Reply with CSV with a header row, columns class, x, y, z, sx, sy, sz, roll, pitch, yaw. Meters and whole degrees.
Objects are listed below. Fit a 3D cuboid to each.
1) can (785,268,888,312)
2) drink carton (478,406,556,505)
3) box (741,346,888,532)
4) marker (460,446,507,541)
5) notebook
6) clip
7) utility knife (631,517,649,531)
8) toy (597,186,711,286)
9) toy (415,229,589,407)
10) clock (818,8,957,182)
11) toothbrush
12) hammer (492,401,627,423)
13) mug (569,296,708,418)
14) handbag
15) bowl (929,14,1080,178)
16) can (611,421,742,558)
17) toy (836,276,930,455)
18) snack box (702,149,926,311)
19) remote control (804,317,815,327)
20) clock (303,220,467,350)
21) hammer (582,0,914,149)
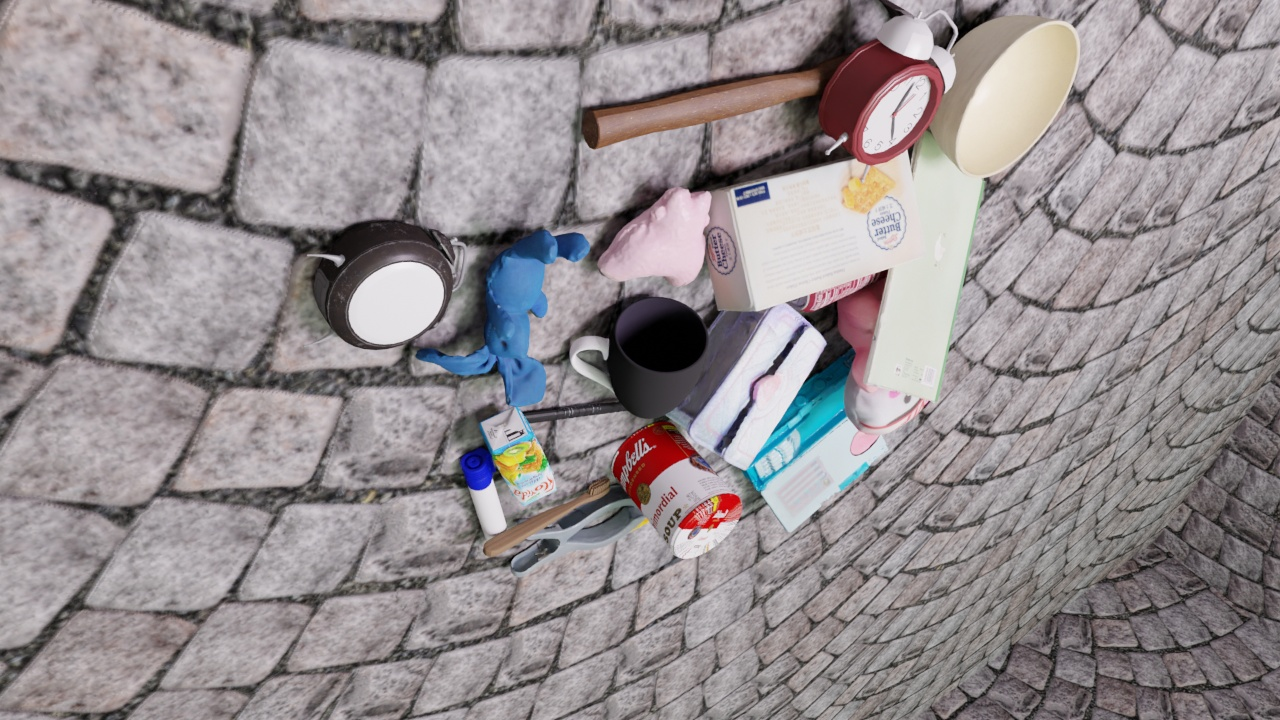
class,x,y,z,sx,sy,sz,roll,pitch,yaw
can,0.192,-0.093,0.903,0.114,0.063,0.063,-24,140,-23
drink carton,-0.108,0.089,0.823,0.044,0.038,0.129,-26,150,-9
box,0.229,0.088,1.130,0.227,0.056,0.185,-38,133,-5
marker,-0.143,0.133,0.862,0.027,0.023,0.133,-47,150,-32
notebook,0.299,-0.088,0.948,0.181,0.010,0.252,12,90,-50
clip,-0.061,0.164,0.967,0.163,0.028,0.108,-19,137,-29
utility knife,0.024,0.171,1.063,0.162,0.017,0.030,-22,131,-20
toy,0.022,-0.101,0.746,0.099,0.052,0.096,1,134,-36
toy,-0.100,-0.036,0.691,0.112,0.071,0.177,-6,138,-39
clock,0.203,-0.218,0.743,0.138,0.048,0.096,-50,145,18
toothbrush,-0.089,0.154,0.915,0.166,0.016,0.016,-24,138,-42
hammer,-0.003,0.047,0.904,0.324,0.015,0.095,-5,142,-36
mug,-0.005,0.005,0.822,0.119,0.084,0.100,2,146,-7
handbag,0.110,0.021,0.899,0.126,0.069,0.158,35,90,-43
bowl,0.321,-0.253,0.848,0.150,0.075,0.151,-25,141,-23
can,0.037,0.132,0.947,0.086,0.116,0.087,-25,141,-22
toy,0.267,-0.005,1.005,0.141,0.084,0.213,-41,129,-31
snack box,0.153,-0.117,0.806,0.207,0.058,0.104,-19,101,-28
remote control,0.125,-0.017,0.955,0.150,0.022,0.047,-7,132,-38
clock,-0.169,-0.049,0.632,0.122,0.044,0.091,-12,135,-35
hammer,0.100,-0.214,0.724,0.322,0.033,0.115,-20,140,-26
